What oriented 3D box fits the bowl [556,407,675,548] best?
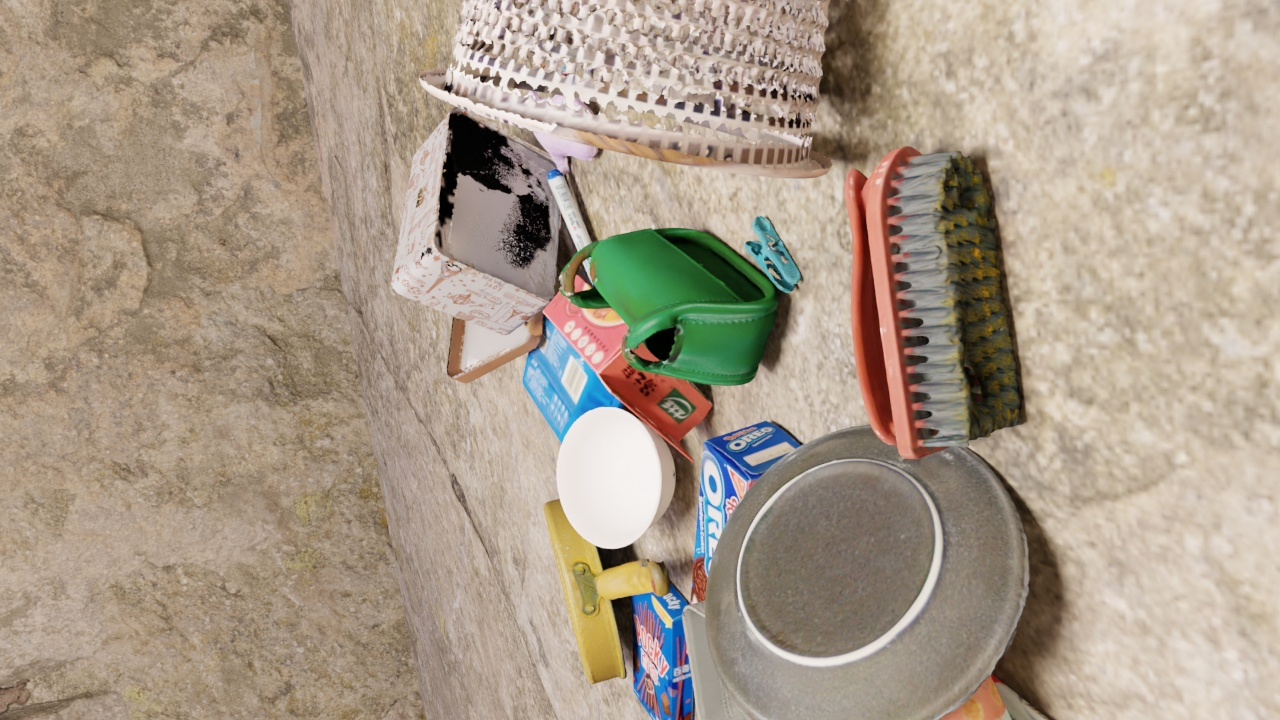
[{"bbox_3d":[-0.009,0.099,0.791,0.118,0.064,0.118,-4,85,40],"label":"bowl"}]

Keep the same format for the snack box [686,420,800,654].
[{"bbox_3d":[0.076,0.145,0.658,0.057,0.058,0.208,42,138,48],"label":"snack box"}]

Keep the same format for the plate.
[{"bbox_3d":[0.103,0.105,0.470,0.024,0.179,0.179,44,177,-35],"label":"plate"}]

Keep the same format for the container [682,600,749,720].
[{"bbox_3d":[0.100,0.182,0.552,0.090,0.114,0.090,6,107,65],"label":"container"}]

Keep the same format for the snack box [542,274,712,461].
[{"bbox_3d":[-0.004,0.004,0.708,0.113,0.044,0.127,42,-177,-42],"label":"snack box"}]

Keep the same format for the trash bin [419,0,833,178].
[{"bbox_3d":[0.012,-0.214,0.472,0.227,0.227,0.192,41,125,53],"label":"trash bin"}]

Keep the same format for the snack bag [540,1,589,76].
[{"bbox_3d":[-0.066,-0.280,0.803,0.048,0.026,0.104,64,155,1],"label":"snack bag"}]

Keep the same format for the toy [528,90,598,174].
[{"bbox_3d":[-0.068,-0.207,0.828,0.108,0.038,0.084,19,136,61],"label":"toy"}]

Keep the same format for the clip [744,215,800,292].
[{"bbox_3d":[0.085,-0.067,0.591,0.057,0.015,0.049,61,149,31],"label":"clip"}]

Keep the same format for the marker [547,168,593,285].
[{"bbox_3d":[-0.055,-0.113,0.853,0.145,0.016,0.017,67,154,12],"label":"marker"}]

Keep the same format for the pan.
[{"bbox_3d":[-0.033,0.213,0.877,0.358,0.078,0.197,116,139,-76],"label":"pan"}]

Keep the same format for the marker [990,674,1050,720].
[{"bbox_3d":[0.204,0.188,0.449,0.145,0.017,0.017,36,133,56],"label":"marker"}]

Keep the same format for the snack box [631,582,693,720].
[{"bbox_3d":[0.020,0.282,0.877,0.084,0.026,0.157,39,136,55],"label":"snack box"}]

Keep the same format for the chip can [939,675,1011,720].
[{"bbox_3d":[0.182,0.256,0.439,0.214,0.071,0.071,67,154,11],"label":"chip can"}]

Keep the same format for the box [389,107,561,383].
[{"bbox_3d":[-0.173,-0.103,0.895,0.193,0.156,0.182,-31,47,41],"label":"box"}]

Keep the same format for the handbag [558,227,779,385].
[{"bbox_3d":[0.020,-0.037,0.620,0.131,0.120,0.068,51,139,48],"label":"handbag"}]

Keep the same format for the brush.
[{"bbox_3d":[0.133,-0.030,0.444,0.069,0.063,0.146,-5,95,52],"label":"brush"}]

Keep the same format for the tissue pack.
[{"bbox_3d":[-0.061,0.014,0.877,0.157,0.052,0.095,50,123,46],"label":"tissue pack"}]
